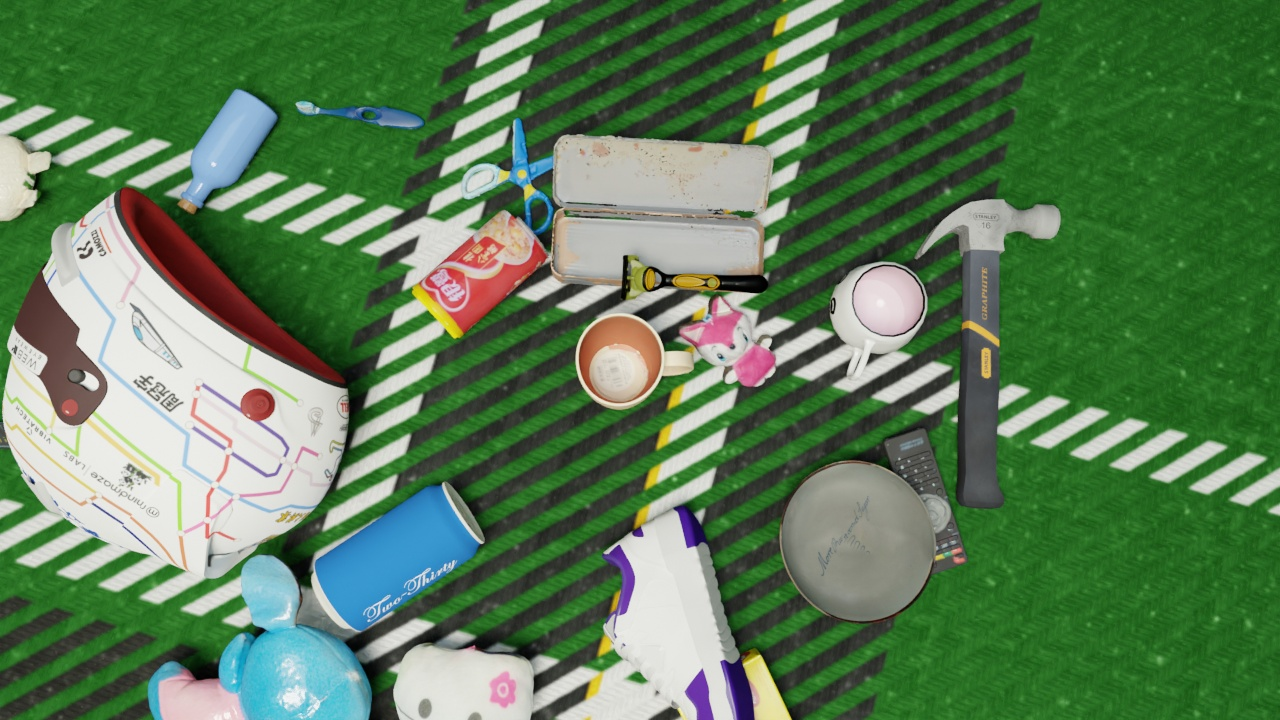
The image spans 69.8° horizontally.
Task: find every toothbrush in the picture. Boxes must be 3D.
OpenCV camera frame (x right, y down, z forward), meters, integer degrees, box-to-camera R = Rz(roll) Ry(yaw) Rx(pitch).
[{"bbox_3d":[-0.289,-0.254,0.946,0.132,0.016,0.021,7,84,0],"label":"toothbrush"}]

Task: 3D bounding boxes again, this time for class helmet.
[{"bbox_3d":[-0.414,0.036,0.793,0.314,0.231,0.236,44,86,-1],"label":"helmet"}]

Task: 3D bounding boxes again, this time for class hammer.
[{"bbox_3d":[0.349,-0.008,0.925,0.139,0.035,0.312,3,82,0],"label":"hammer"}]

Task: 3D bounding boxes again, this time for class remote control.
[{"bbox_3d":[0.281,0.139,0.908,0.045,0.021,0.140,-17,88,-3],"label":"remote control"}]

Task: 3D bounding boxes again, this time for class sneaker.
[{"bbox_3d":[0.026,0.259,0.828,0.111,0.092,0.244,-20,62,9],"label":"sneaker"}]

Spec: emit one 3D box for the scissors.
[{"bbox_3d":[-0.127,-0.189,0.946,0.130,0.014,0.125,-4,83,-5],"label":"scissors"}]

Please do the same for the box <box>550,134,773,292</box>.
[{"bbox_3d":[0.019,-0.145,0.918,0.216,0.071,0.157,3,110,-1],"label":"box"}]

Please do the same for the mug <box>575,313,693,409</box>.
[{"bbox_3d":[-0.005,0.005,0.875,0.111,0.104,0.085,-3,82,-3],"label":"mug"}]

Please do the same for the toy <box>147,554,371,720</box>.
[{"bbox_3d":[-0.339,0.295,0.817,0.191,0.099,0.224,-20,103,3],"label":"toy"}]

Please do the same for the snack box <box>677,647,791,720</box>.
[{"bbox_3d":[0.112,0.383,0.858,0.092,0.042,0.200,-25,83,-4],"label":"snack box"}]

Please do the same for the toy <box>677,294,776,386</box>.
[{"bbox_3d":[0.093,-0.017,0.912,0.102,0.050,0.065,44,78,-1],"label":"toy"}]

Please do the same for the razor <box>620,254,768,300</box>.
[{"bbox_3d":[0.054,-0.078,0.898,0.144,0.021,0.044,2,100,-4],"label":"razor"}]

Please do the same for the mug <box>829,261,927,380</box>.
[{"bbox_3d":[0.227,-0.036,0.902,0.090,0.076,0.123,21,82,1],"label":"mug"}]

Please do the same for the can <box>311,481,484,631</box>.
[{"bbox_3d":[-0.226,0.182,0.856,0.146,0.079,0.079,-33,84,-6],"label":"can"}]

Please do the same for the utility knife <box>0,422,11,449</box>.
[{"bbox_3d":[-0.602,0.072,0.890,0.233,0.020,0.028,2,81,-3],"label":"utility knife"}]

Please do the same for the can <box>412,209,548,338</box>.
[{"bbox_3d":[-0.157,-0.085,0.902,0.124,0.067,0.066,-43,85,-7],"label":"can"}]

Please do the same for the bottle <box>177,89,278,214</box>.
[{"bbox_3d":[-0.419,-0.205,0.919,0.048,0.048,0.131,30,82,2],"label":"bottle"}]

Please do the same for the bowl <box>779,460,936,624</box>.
[{"bbox_3d":[0.202,0.173,0.882,0.150,0.057,0.150,0,82,-2],"label":"bowl"}]

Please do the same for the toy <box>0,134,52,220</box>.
[{"bbox_3d":[-0.637,-0.181,0.909,0.112,0.050,0.087,-2,82,1],"label":"toy"}]

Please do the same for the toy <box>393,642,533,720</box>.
[{"bbox_3d":[-0.167,0.359,0.830,0.138,0.085,0.209,12,86,9],"label":"toy"}]
